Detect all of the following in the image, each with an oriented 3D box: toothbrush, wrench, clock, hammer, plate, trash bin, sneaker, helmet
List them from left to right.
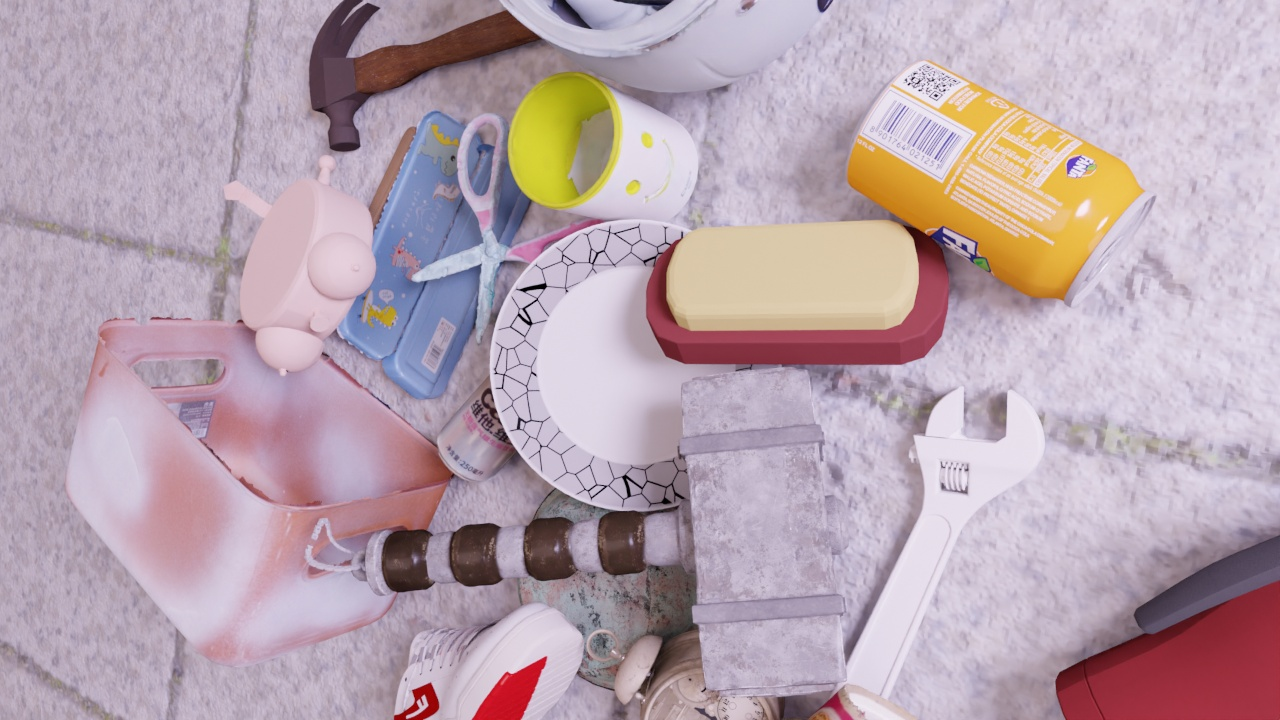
[{"bbox_3d":[-0.302,0.095,0.720,0.260,0.181,0.157,32,107,26],"label":"trash bin"},{"bbox_3d":[-0.281,-0.081,0.742,0.131,0.086,0.160,-49,51,20],"label":"clock"},{"bbox_3d":[-0.222,-0.120,0.767,0.016,0.016,0.167,40,107,28],"label":"toothbrush"},{"bbox_3d":[-0.136,-0.246,0.707,0.324,0.033,0.115,-5,89,30],"label":"hammer"},{"bbox_3d":[-0.124,0.226,0.646,0.104,0.090,0.237,49,134,25],"label":"sneaker"},{"bbox_3d":[-0.044,0.111,0.543,0.326,0.079,0.176,-7,72,9],"label":"hammer"},{"bbox_3d":[-0.004,0.004,0.602,0.188,0.016,0.188,0,92,4],"label":"plate"},{"bbox_3d":[0.027,0.211,0.569,0.141,0.054,0.093,31,100,2],"label":"clock"},{"bbox_3d":[0.037,-0.282,0.528,0.237,0.163,0.264,21,94,25],"label":"helmet"},{"bbox_3d":[0.156,0.140,0.541,0.066,0.018,0.273,27,104,28],"label":"wrench"}]

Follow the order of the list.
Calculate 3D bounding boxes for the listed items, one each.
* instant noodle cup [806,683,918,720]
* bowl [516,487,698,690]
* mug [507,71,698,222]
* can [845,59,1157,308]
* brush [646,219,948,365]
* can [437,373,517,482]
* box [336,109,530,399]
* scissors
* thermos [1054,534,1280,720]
[{"bbox_3d":[0.143,0.240,0.470,0.179,0.178,0.077,33,90,27],"label":"instant noodle cup"},{"bbox_3d":[-0.029,0.155,0.637,0.158,0.038,0.157,0,90,31],"label":"bowl"},{"bbox_3d":[-0.021,-0.132,0.594,0.083,0.106,0.082,0,89,31],"label":"mug"},{"bbox_3d":[0.185,-0.094,0.487,0.142,0.079,0.079,39,109,25],"label":"can"},{"bbox_3d":[0.087,-0.043,0.531,0.174,0.042,0.082,0,58,18],"label":"brush"},{"bbox_3d":[-0.090,0.029,0.665,0.136,0.054,0.054,-46,68,23],"label":"can"},{"bbox_3d":[-0.166,-0.084,0.732,0.125,0.020,0.209,35,106,27],"label":"box"},{"bbox_3d":[-0.104,-0.101,0.675,0.171,0.013,0.173,-15,96,22],"label":"scissors"},{"bbox_3d":[0.291,0.126,0.414,0.108,0.083,0.199,41,117,-15],"label":"thermos"}]
